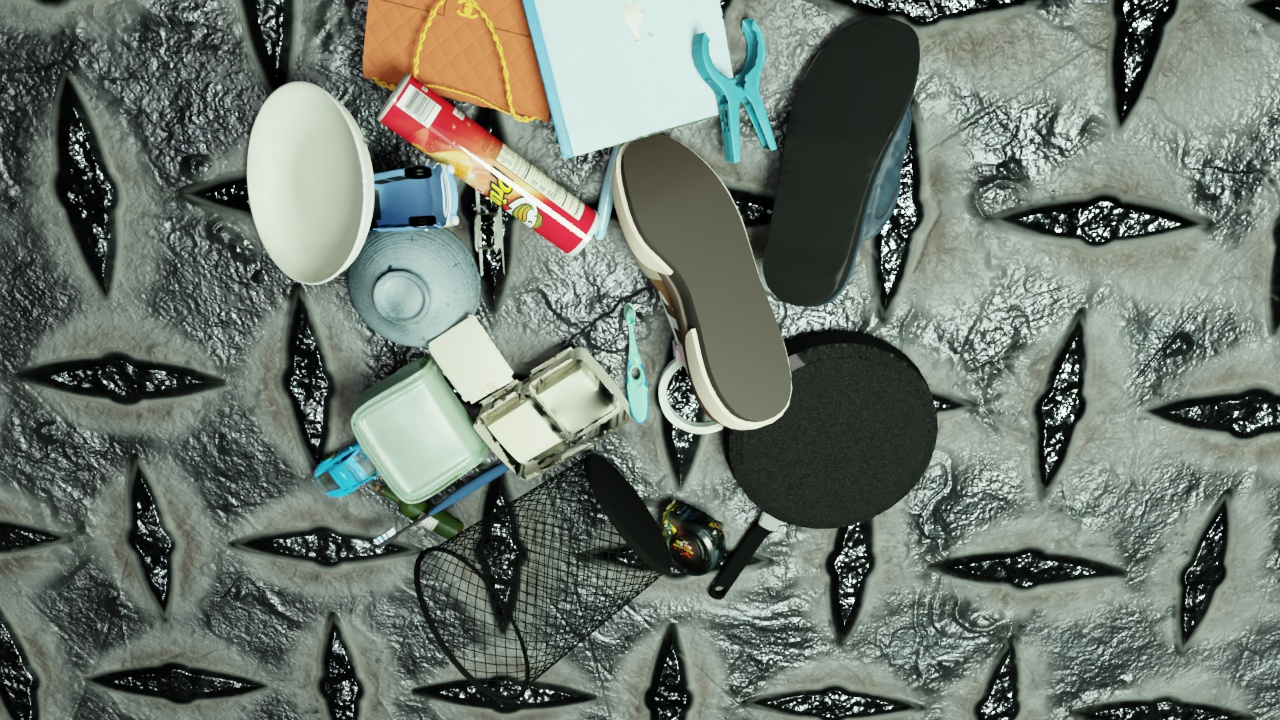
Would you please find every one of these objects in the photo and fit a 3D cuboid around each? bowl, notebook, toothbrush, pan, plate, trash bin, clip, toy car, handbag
[{"bbox_3d":[-0.230,-0.069,0.908,0.137,0.057,0.137,0,111,1],"label":"bowl"},{"bbox_3d":[-0.017,-0.323,0.802,0.181,0.009,0.253,-19,111,-14],"label":"notebook"},{"bbox_3d":[-0.214,0.155,0.996,0.167,0.014,0.014,-32,96,-3],"label":"toothbrush"},{"bbox_3d":[0.170,0.133,0.987,0.225,0.034,0.357,26,110,-13],"label":"pan"},{"bbox_3d":[-0.006,0.006,0.954,0.022,0.017,0.135,-6,110,-1],"label":"toothbrush"},{"bbox_3d":[-0.300,-0.162,0.849,0.183,0.034,0.182,8,103,36],"label":"plate"},{"bbox_3d":[-0.026,-0.190,0.881,0.022,0.016,0.155,23,112,27],"label":"toothbrush"},{"bbox_3d":[-0.093,0.215,0.956,0.210,0.184,0.184,-36,106,7],"label":"trash bin"},{"bbox_3d":[0.072,-0.244,0.839,0.120,0.030,0.130,-5,107,-22],"label":"clip"},{"bbox_3d":[-0.306,0.112,0.992,0.105,0.032,0.048,-29,107,10],"label":"toy car"},{"bbox_3d":[-0.220,-0.148,0.850,0.154,0.054,0.056,3,100,37],"label":"toy car"},{"bbox_3d":[-0.157,-0.286,0.826,0.172,0.060,0.109,13,114,-4],"label":"handbag"},{"bbox_3d":[-0.230,0.072,0.954,0.106,0.067,0.122,-32,108,-7],"label":"handbag"},{"bbox_3d":[-0.138,-0.126,0.889,0.052,0.059,0.102,-7,112,-16],"label":"clip"}]

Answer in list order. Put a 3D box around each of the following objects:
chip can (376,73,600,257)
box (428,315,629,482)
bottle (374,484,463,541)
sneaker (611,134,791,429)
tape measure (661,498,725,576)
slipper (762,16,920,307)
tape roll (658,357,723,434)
[{"bbox_3d":[-0.136,-0.176,0.845,0.214,0.051,0.052,34,108,-24],"label":"chip can"},{"bbox_3d":[-0.114,0.023,0.941,0.144,0.044,0.184,-30,115,14],"label":"box"},{"bbox_3d":[-0.246,0.166,1.014,0.106,0.025,0.025,32,108,-11],"label":"bottle"},{"bbox_3d":[0.047,-0.070,0.888,0.111,0.117,0.294,-26,89,-24],"label":"sneaker"},{"bbox_3d":[0.058,0.197,1.004,0.071,0.042,0.072,19,117,20],"label":"tape measure"},{"bbox_3d":[0.193,-0.178,0.856,0.109,0.083,0.266,20,99,34],"label":"slipper"},{"bbox_3d":[0.065,0.033,0.965,0.093,0.013,0.093,0,111,0],"label":"tape roll"}]
